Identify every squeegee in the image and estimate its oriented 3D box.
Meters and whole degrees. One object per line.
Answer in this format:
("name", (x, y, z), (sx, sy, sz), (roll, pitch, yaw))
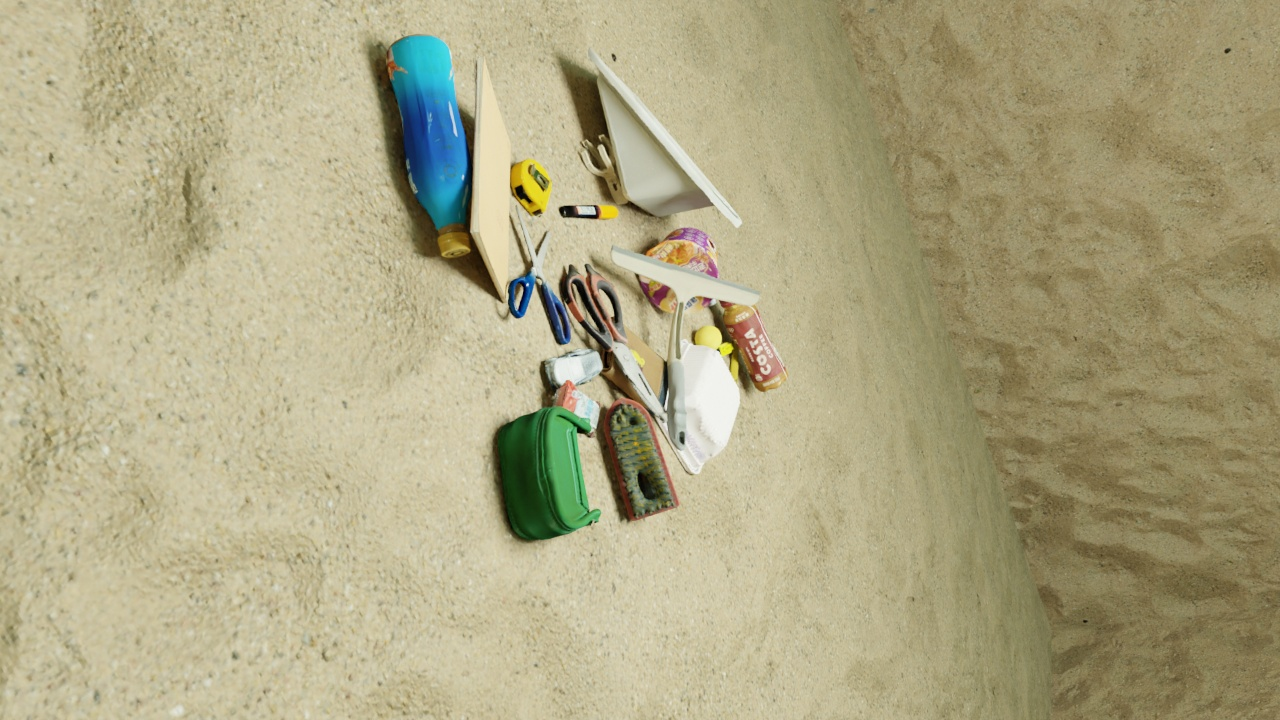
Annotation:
("squeegee", (0.051, -0.001, 1.203), (0.246, 0.039, 0.246), (13, 71, -32))

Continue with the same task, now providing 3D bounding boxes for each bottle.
("bottle", (-0.204, -0.211, 0.912), (0.065, 0.065, 0.218), (2, 74, -60))
("bottle", (0.176, -0.036, 1.459), (0.175, 0.058, 0.057), (62, 31, -17))

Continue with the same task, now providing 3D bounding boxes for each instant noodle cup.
("instant noodle cup", (0.087, 0.058, 1.289), (0.138, 0.060, 0.173), (59, 33, -24))
("instant noodle cup", (0.063, -0.135, 1.302), (0.111, 0.112, 0.099), (62, 24, -20))

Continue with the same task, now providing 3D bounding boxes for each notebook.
("notebook", (-0.157, -0.188, 0.972), (0.150, 0.012, 0.211), (80, 6, -67))

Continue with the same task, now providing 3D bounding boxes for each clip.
("clip", (-0.042, -0.262, 1.253), (0.101, 0.035, 0.076), (51, 35, -43))

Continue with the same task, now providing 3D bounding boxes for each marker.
("marker", (0.115, -0.010, 1.416), (0.123, 0.015, 0.018), (-22, 92, -59))
("marker", (-0.067, -0.193, 1.195), (0.123, 0.015, 0.018), (-14, 86, -58))

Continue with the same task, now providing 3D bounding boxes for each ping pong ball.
("ping pong ball", (0.102, -0.033, 1.377), (0.040, 0.040, 0.040), (35, 47, -49))

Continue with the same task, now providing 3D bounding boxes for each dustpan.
("dustpan", (0.048, -0.298, 1.282), (0.222, 0.143, 0.257), (0, 79, -75))

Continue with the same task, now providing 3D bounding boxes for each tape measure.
("tape measure", (-0.126, -0.209, 1.083), (0.057, 0.029, 0.059), (47, 38, -38))

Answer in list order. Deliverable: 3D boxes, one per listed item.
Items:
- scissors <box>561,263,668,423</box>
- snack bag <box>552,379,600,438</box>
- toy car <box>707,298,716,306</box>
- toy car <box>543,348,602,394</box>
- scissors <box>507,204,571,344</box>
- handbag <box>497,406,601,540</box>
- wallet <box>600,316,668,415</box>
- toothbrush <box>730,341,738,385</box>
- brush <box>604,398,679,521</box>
("scissors", (-0.018, -0.021, 1.134), (0.210, 0.015, 0.176), (32, 50, -28))
("snack bag", (-0.068, 0.055, 1.043), (0.105, 0.026, 0.045), (43, 53, -61))
("toy car", (0.087, -0.119, 1.407), (0.105, 0.031, 0.049), (28, 52, -51))
("toy car", (-0.077, 0.011, 1.055), (0.090, 0.034, 0.043), (-21, 97, -59))
("scissors", (-0.117, -0.092, 1.050), (0.162, 0.012, 0.175), (63, 25, -26))
("handbag", (-0.086, 0.115, 0.949), (0.120, 0.068, 0.131), (5, 71, -60))
("wallet", (-0.007, 0.007, 1.181), (0.115, 0.033, 0.090), (40, 44, -40))
("toothbrush", (0.161, -0.034, 1.506), (0.015, 0.017, 0.189), (47, 38, -37))
("brush", (-0.004, 0.116, 1.108), (0.069, 0.063, 0.146), (143, -71, -88))
